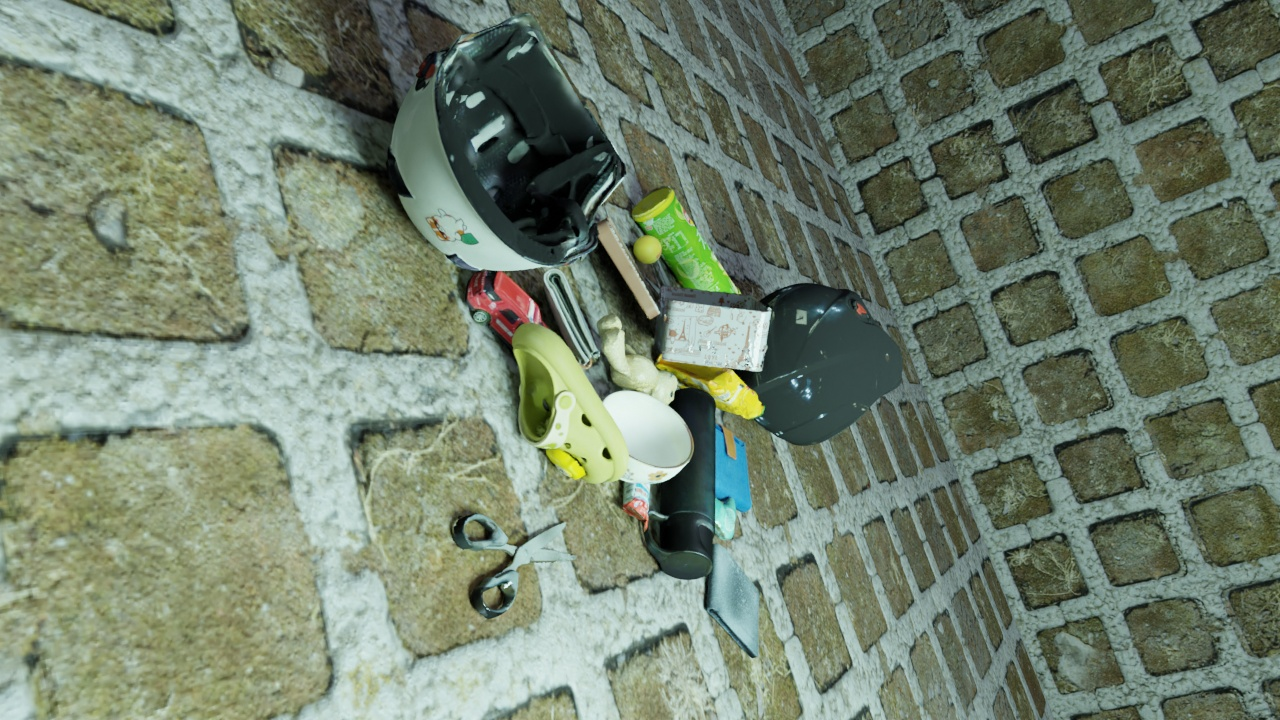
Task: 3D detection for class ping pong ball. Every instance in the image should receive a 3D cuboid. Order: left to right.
[{"bbox_3d":[0.010,-0.157,1.301,0.040,0.040,0.040,44,33,-39],"label":"ping pong ball"}]

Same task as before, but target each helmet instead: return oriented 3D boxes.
[{"bbox_3d":[-0.147,-0.190,0.884,0.230,0.157,0.273,53,39,-28],"label":"helmet"},{"bbox_3d":[0.252,-0.006,1.425,0.230,0.234,0.274,24,52,-35],"label":"helmet"}]

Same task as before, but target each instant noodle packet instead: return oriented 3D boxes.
[{"bbox_3d":[0.092,0.030,1.215,0.110,0.128,0.044,39,78,-43],"label":"instant noodle packet"}]

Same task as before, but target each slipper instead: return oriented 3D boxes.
[{"bbox_3d":[-0.085,0.053,0.903,0.081,0.092,0.190,-38,119,-24],"label":"slipper"}]

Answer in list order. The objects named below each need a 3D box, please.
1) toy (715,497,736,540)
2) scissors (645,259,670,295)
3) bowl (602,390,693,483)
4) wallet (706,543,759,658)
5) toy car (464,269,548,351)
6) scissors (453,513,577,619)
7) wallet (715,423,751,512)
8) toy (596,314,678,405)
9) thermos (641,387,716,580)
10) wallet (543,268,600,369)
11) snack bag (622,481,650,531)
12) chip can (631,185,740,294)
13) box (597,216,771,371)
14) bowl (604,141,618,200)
[{"bbox_3d":[0.090,0.199,1.169,0.092,0.030,0.096,42,42,-34],"label":"toy"},{"bbox_3d":[0.076,-0.043,1.356,0.220,0.022,0.224,27,46,-54],"label":"scissors"},{"bbox_3d":[-0.005,0.094,1.006,0.113,0.062,0.113,21,34,-15],"label":"bowl"},{"bbox_3d":[0.117,0.301,1.146,0.121,0.019,0.097,52,31,-31],"label":"wallet"},{"bbox_3d":[-0.127,-0.042,0.928,0.120,0.045,0.052,49,31,-36],"label":"toy car"},{"bbox_3d":[-0.108,0.176,0.818,0.163,0.014,0.165,52,26,-33],"label":"scissors"},{"bbox_3d":[0.109,0.140,1.248,0.133,0.040,0.106,36,43,-49],"label":"wallet"},{"bbox_3d":[-0.007,0.006,1.097,0.157,0.066,0.105,53,10,-43],"label":"toy"},{"bbox_3d":[0.049,0.137,1.098,0.090,0.069,0.241,29,40,-22],"label":"thermos"},{"bbox_3d":[-0.078,-0.040,0.984,0.130,0.037,0.106,162,-94,-85],"label":"wallet"},{"bbox_3d":[-0.004,0.142,1.032,0.045,0.026,0.105,42,31,-29],"label":"snack bag"},{"bbox_3d":[0.073,-0.157,1.390,0.221,0.073,0.072,53,28,-27],"label":"chip can"},{"bbox_3d":[0.039,-0.078,1.170,0.272,0.130,0.179,33,8,-7],"label":"box"},{"bbox_3d":[-0.065,-0.260,1.213,0.118,0.065,0.118,44,33,-38],"label":"bowl"}]
